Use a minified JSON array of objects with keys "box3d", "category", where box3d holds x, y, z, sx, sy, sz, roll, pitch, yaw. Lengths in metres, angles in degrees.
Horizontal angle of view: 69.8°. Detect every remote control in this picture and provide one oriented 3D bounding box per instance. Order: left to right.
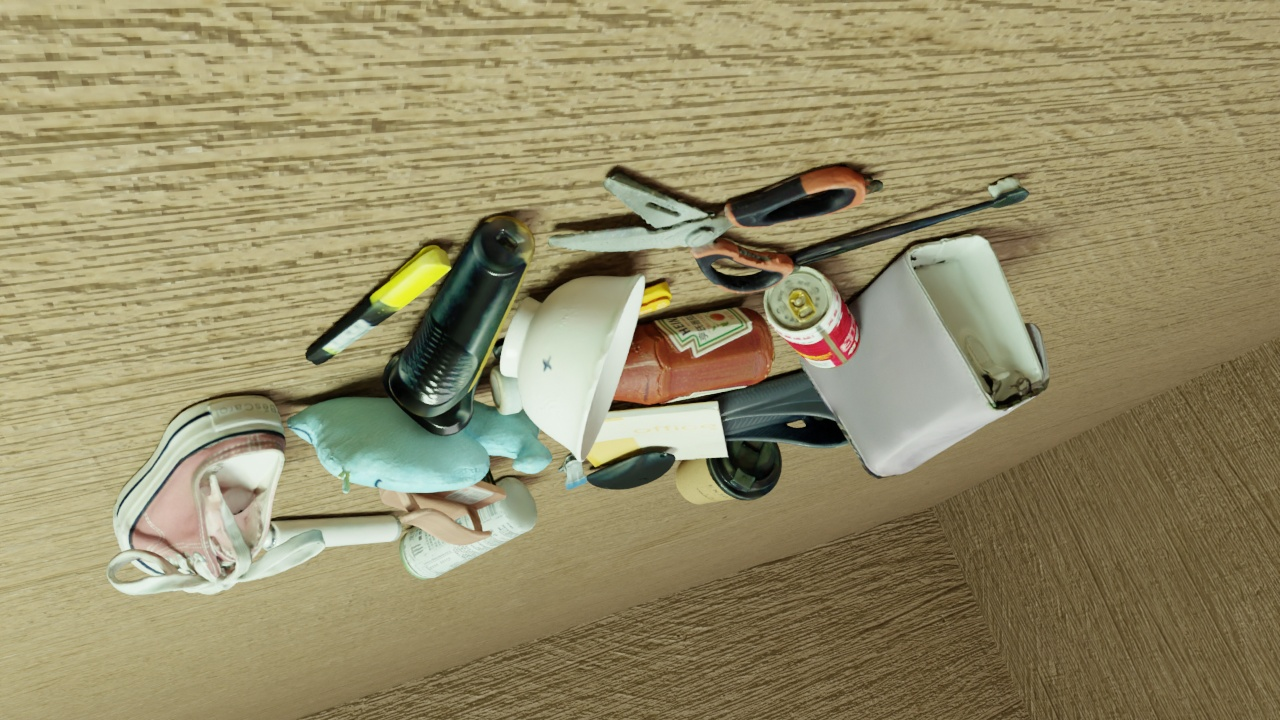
[{"box3d":[-0.012,0.120,0.960,0.053,0.024,0.137,8,159,-29],"category":"remote control"}]

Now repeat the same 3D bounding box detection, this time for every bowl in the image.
[{"box3d":[-0.046,-0.005,0.552,0.065,0.118,0.118,18,160,5],"category":"bowl"}]

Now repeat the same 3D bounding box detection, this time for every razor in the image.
[{"box3d":[-0.098,-0.019,0.514,0.067,0.062,0.168,-45,176,-43],"category":"razor"}]

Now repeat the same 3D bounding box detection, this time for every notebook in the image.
[{"box3d":[0.009,0.075,0.883,0.146,0.010,0.206,-6,162,6],"category":"notebook"}]

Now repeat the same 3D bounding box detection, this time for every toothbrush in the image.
[{"box3d":[-0.299,0.152,0.801,0.220,0.026,0.027,10,106,-57],"category":"toothbrush"},{"box3d":[0.185,-0.096,0.645,0.181,0.018,0.016,-18,159,-2],"category":"toothbrush"}]

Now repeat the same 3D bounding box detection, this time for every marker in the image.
[{"box3d":[-0.143,-0.027,0.491,0.124,0.015,0.018,-30,159,34],"category":"marker"},{"box3d":[-0.038,-0.025,0.604,0.124,0.015,0.018,-19,157,0],"category":"marker"}]

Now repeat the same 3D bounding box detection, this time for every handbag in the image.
[{"box3d":[0.235,0.005,0.773,0.098,0.145,0.197,-11,160,-20],"category":"handbag"}]

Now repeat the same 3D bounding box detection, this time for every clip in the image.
[{"box3d":[-0.070,0.110,0.942,0.027,0.044,0.058,-15,156,-12],"category":"clip"}]

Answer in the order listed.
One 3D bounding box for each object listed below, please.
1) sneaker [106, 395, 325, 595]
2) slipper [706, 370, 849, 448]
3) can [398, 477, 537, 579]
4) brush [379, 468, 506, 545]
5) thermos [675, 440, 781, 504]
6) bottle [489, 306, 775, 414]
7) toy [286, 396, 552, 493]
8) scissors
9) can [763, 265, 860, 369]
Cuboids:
[{"box3d":[-0.285,0.111,0.606,0.118,0.087,0.242,-5,155,-40],"category":"sneaker"},{"box3d":[0.179,0.059,0.966,0.267,0.083,0.111,-11,161,-22],"category":"slipper"},{"box3d":[-0.177,0.173,0.940,0.147,0.058,0.058,-30,160,25],"category":"can"},{"box3d":[-0.166,0.113,0.764,0.063,0.073,0.145,-23,160,8],"category":"brush"},{"box3d":[0.096,0.124,1.056,0.093,0.093,0.144,-11,166,-27],"category":"thermos"},{"box3d":[-0.004,0.004,0.656,0.205,0.059,0.060,-10,159,-21],"category":"bottle"},{"box3d":[-0.141,0.053,0.598,0.161,0.050,0.156,16,-165,2],"category":"toy"},{"box3d":[0.051,-0.078,0.546,0.224,0.015,0.189,-19,159,-6],"category":"scissors"},{"box3d":[0.134,-0.031,0.707,0.053,0.053,0.132,-26,161,15],"category":"can"}]
